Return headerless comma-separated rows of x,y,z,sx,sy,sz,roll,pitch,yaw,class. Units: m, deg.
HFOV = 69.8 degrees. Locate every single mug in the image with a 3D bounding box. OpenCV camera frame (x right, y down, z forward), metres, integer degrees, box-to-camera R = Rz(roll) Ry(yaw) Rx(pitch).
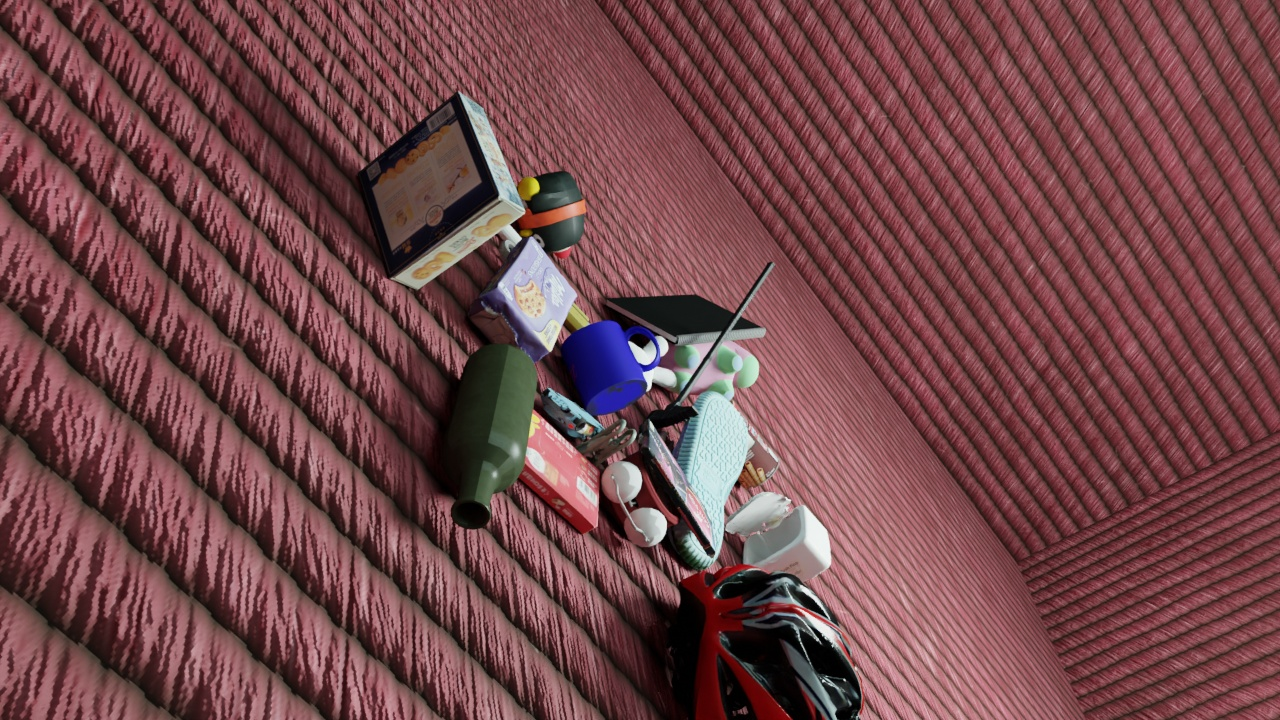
-0.029,0.003,1.090,0.079,0.111,0.083,71,-6,-66,mug

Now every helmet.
0.133,0.319,0.923,0.272,0.167,0.217,56,18,-39,helmet

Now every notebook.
0.069,-0.063,1.357,0.149,0.016,0.206,30,25,37,notebook

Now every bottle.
-0.133,0.065,0.800,0.071,0.072,0.206,46,21,-25,bottle

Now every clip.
-0.039,0.091,0.974,0.047,0.076,0.023,45,22,-25,clip
0.026,0.114,1.171,0.062,0.025,0.047,10,50,-61,clip

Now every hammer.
0.115,-0.031,1.251,0.015,0.095,0.323,48,56,-18,hammer

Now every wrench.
-0.086,-0.051,1.179,0.273,0.018,0.083,46,25,-26,wrench

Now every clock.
0.001,0.148,0.994,0.096,0.048,0.137,62,12,2,clock

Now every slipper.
0.072,0.146,1.159,0.116,0.070,0.275,51,36,-27,slipper

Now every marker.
-0.155,-0.145,1.169,0.145,0.019,0.019,49,21,-19,marker

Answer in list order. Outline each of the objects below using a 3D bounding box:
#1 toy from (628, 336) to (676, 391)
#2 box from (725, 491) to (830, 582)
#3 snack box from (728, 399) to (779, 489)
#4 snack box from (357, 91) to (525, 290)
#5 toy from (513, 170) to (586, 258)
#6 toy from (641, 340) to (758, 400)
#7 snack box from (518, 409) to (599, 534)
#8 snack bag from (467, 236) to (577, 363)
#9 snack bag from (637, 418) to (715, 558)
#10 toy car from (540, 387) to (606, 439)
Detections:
-0.007,0.007,1.187,0.125,0.037,0.076,-7,71,-44,toy
0.169,0.224,1.203,0.130,0.110,0.102,51,19,-14,box
0.143,0.124,1.358,0.121,0.072,0.072,51,20,-16,snack box
-0.201,-0.167,0.907,0.042,0.145,0.145,27,35,-58,snack box
-0.119,-0.191,1.225,0.099,0.098,0.119,-23,106,-29,toy
0.079,0.000,1.367,0.221,0.120,0.171,7,15,-29,toy
-0.090,0.102,0.915,0.133,0.021,0.089,46,21,-25,snack box
-0.132,-0.068,1.038,0.096,0.058,0.205,52,19,-16,snack bag
0.041,0.140,1.017,0.155,0.018,0.074,59,11,-19,snack bag
-0.074,0.065,0.997,0.060,0.027,0.107,40,0,27,toy car
